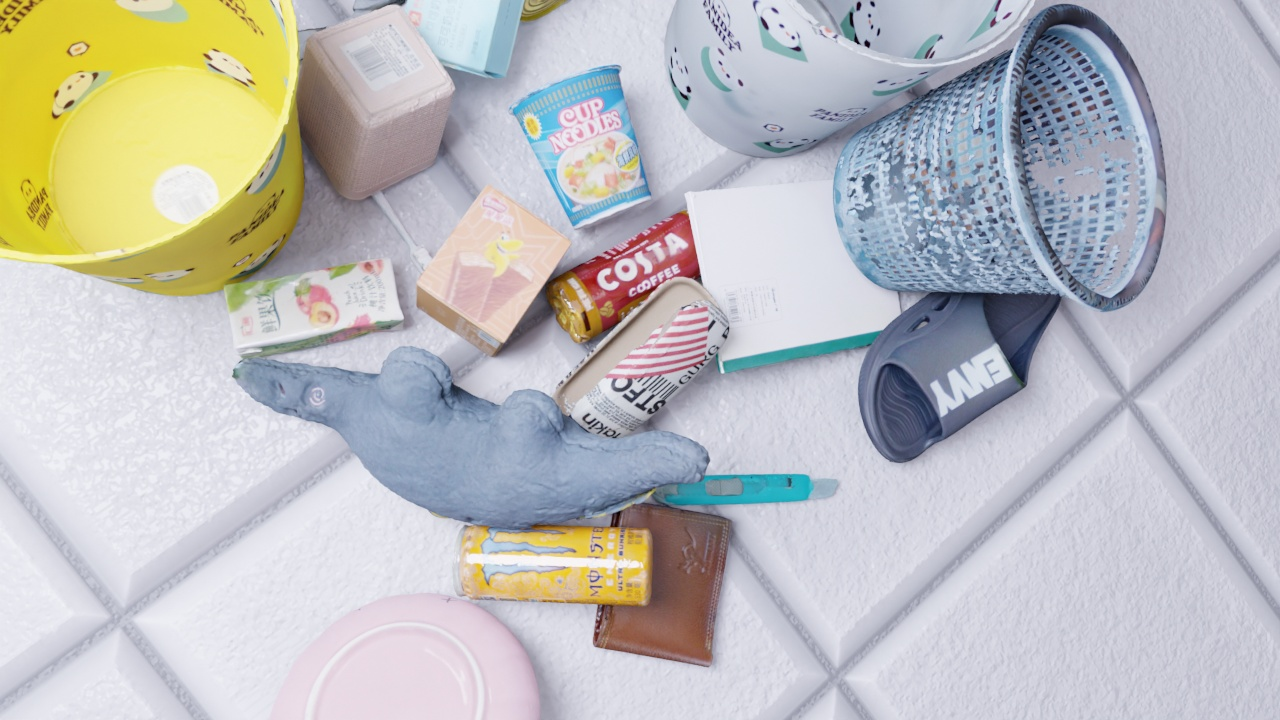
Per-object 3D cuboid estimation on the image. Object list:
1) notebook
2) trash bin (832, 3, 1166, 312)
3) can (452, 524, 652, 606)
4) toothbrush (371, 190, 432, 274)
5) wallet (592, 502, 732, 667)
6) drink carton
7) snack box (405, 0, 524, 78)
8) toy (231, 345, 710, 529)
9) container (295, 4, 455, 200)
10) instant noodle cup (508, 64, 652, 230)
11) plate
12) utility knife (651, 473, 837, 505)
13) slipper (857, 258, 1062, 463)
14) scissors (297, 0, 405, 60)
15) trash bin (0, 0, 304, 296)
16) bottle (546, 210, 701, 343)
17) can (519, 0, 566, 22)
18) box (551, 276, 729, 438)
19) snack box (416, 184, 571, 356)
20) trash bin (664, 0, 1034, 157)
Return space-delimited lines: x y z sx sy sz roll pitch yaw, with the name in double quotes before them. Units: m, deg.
"notebook" 0.139 -0.078 0.782 0.208 0.012 0.150 -10 91 -30
"trash bin" 0.277 -0.142 0.746 0.226 0.195 0.226 4 84 -36
"can" -0.064 0.154 0.696 0.146 0.058 0.058 1 83 4
"toothbrush" -0.217 -0.144 0.733 0.016 0.016 0.180 -35 92 -22
"wallet" 0.020 0.180 0.748 0.101 0.032 0.124 12 82 -15
"drink carton" -0.246 -0.039 0.698 0.122 0.046 0.053 -13 81 -16
"snack box" -0.125 -0.312 0.700 0.074 0.051 0.175 18 105 8
"toy" -0.125 0.062 0.668 0.356 0.138 0.091 12 53 12
"container" -0.199 -0.194 0.685 0.089 0.111 0.090 -34 90 -28
"instant noodle cup" -0.041 -0.169 0.745 0.099 0.099 0.110 -24 97 -16
"plate" -0.167 0.247 0.637 0.192 0.039 0.192 0 52 0
"utility knife" 0.088 0.108 0.781 0.174 0.013 0.029 1 85 -14
"slipper" 0.298 -0.020 0.807 0.267 0.083 0.110 -41 103 -18
"scissors" -0.241 -0.262 0.743 0.162 0.014 0.165 27 78 -8
"trash bin" -0.324 -0.150 0.582 0.229 0.256 0.229 1 84 -14
"bottle" 0.009 -0.079 0.760 0.174 0.057 0.057 -30 91 -16
"can" -0.102 -0.349 0.755 0.075 0.075 0.111 -36 93 -15
"box" -0.005 0.002 0.729 0.163 0.086 0.076 -46 134 13
"snack box" -0.116 -0.066 0.709 0.077 0.093 0.094 34 77 -8
"trash bin" 0.138 -0.285 0.716 0.229 0.252 0.229 2 82 -14
